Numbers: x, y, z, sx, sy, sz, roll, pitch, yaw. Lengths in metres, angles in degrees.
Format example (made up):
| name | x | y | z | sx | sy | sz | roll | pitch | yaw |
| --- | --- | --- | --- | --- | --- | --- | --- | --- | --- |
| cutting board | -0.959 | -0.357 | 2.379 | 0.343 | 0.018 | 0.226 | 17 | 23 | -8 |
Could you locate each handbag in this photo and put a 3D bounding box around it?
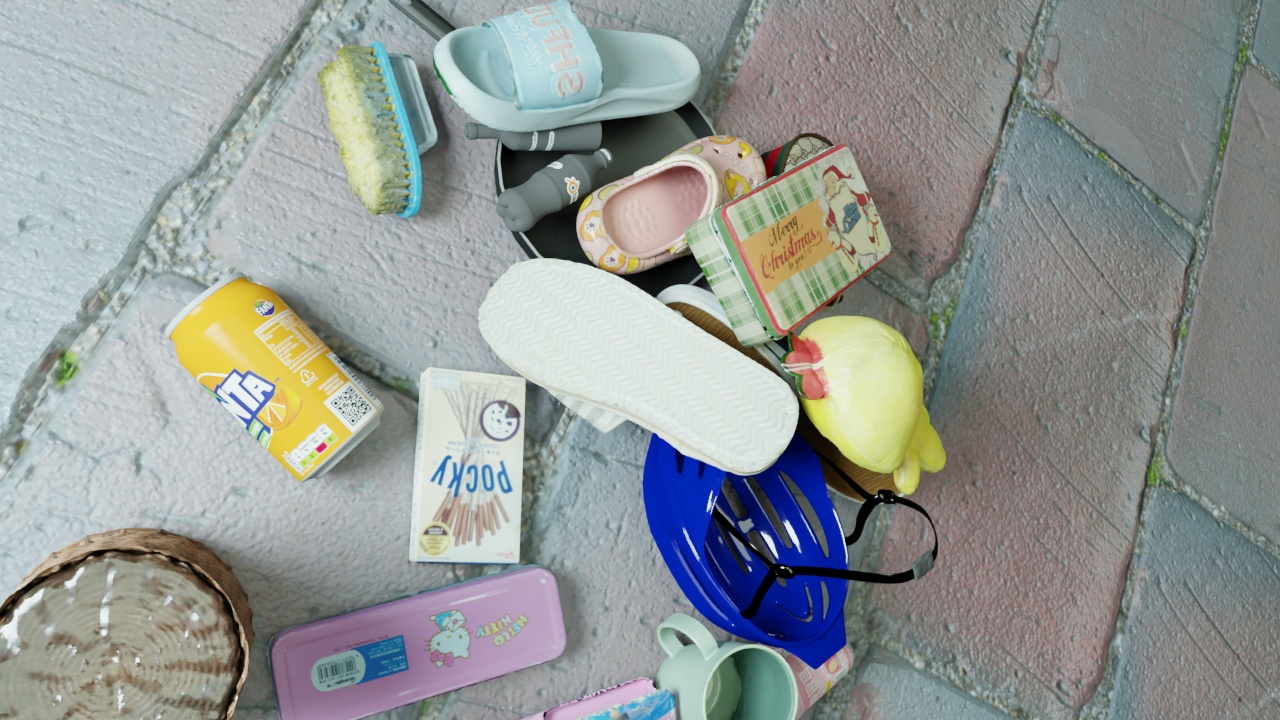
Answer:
| name | x | y | z | sx | sy | sz | roll | pitch | yaw |
| --- | --- | --- | --- | --- | --- | --- | --- | --- | --- |
| handbag | 0.167 | -0.130 | 0.889 | 0.138 | 0.063 | 0.166 | 19 | 70 | -31 |

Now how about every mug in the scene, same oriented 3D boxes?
| name | x | y | z | sx | sy | sz | roll | pitch | yaw |
| --- | --- | --- | --- | --- | --- | --- | --- | --- | --- |
| mug | 0.054 | 0.251 | 0.730 | 0.084 | 0.104 | 0.111 | -33 | 95 | -27 |

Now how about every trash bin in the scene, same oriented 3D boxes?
| name | x | y | z | sx | sy | sz | roll | pitch | yaw |
| --- | --- | --- | --- | --- | --- | --- | --- | --- | --- |
| trash bin | -0.300 | 0.170 | 0.523 | 0.151 | 0.211 | 0.151 | 5 | 77 | -23 |

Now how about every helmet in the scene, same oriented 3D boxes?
| name | x | y | z | sx | sy | sz | roll | pitch | yaw |
| --- | --- | --- | --- | --- | --- | --- | --- | --- | --- |
| helmet | 0.112 | 0.121 | 0.715 | 0.147 | 0.228 | 0.241 | -24 | 87 | -35 |

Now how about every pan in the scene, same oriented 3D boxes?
| name | x | y | z | sx | sy | sz | roll | pitch | yaw |
| --- | --- | --- | --- | --- | --- | --- | --- | --- | --- |
| pan | -0.072 | -0.198 | 0.802 | 0.356 | 0.034 | 0.224 | 37 | 67 | -14 |

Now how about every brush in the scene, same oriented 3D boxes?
| name | x | y | z | sx | sy | sz | roll | pitch | yaw |
| --- | --- | --- | --- | --- | --- | --- | --- | --- | --- |
| brush | -0.198 | -0.179 | 0.731 | 0.075 | 0.056 | 0.136 | -14 | 85 | -49 |

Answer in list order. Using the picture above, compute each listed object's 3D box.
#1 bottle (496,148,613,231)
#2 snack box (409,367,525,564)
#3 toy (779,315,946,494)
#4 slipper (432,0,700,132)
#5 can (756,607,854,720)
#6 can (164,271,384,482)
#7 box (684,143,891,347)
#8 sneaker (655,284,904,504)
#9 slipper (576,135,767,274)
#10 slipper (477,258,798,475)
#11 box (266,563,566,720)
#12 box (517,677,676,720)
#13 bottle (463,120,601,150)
| name | x | y | z | sx | sy | sz | roll | pitch | yaw |
| --- | --- | --- | --- | --- | --- | --- | --- | --- | --- |
| bottle | -0.068 | -0.144 | 0.755 | 0.109 | 0.036 | 0.036 | -37 | 96 | -25 |
| snack box | -0.134 | 0.084 | 0.721 | 0.081 | 0.026 | 0.150 | 6 | 76 | -25 |
| toy | 0.188 | 0.032 | 0.734 | 0.207 | 0.092 | 0.133 | 38 | 29 | -47 |
| slipper | -0.052 | -0.249 | 0.748 | 0.244 | 0.074 | 0.104 | -12 | 59 | -31 |
| can | 0.133 | 0.260 | 0.786 | 0.076 | 0.067 | 0.067 | -30 | 93 | -27 |
| can | -0.256 | 0.013 | 0.649 | 0.142 | 0.079 | 0.079 | 48 | 64 | -9 |
| box | 0.133 | -0.101 | 0.775 | 0.204 | 0.050 | 0.117 | -32 | 96 | -41 |
| sneaker | 0.137 | 0.005 | 0.834 | 0.294 | 0.121 | 0.127 | 34 | 45 | -18 |
| slipper | 0.040 | -0.136 | 0.781 | 0.196 | 0.082 | 0.093 | -30 | 95 | -25 |
| slipper | -0.004 | 0.004 | 0.719 | 0.273 | 0.054 | 0.114 | 25 | 82 | 19 |
| box | -0.160 | 0.210 | 0.680 | 0.213 | 0.036 | 0.076 | -9 | 87 | -26 |
| box | -0.076 | 0.300 | 0.665 | 0.230 | 0.077 | 0.084 | -10 | 65 | -26 |
| bottle | -0.089 | -0.188 | 0.756 | 0.112 | 0.030 | 0.030 | -6 | 82 | -26 |
